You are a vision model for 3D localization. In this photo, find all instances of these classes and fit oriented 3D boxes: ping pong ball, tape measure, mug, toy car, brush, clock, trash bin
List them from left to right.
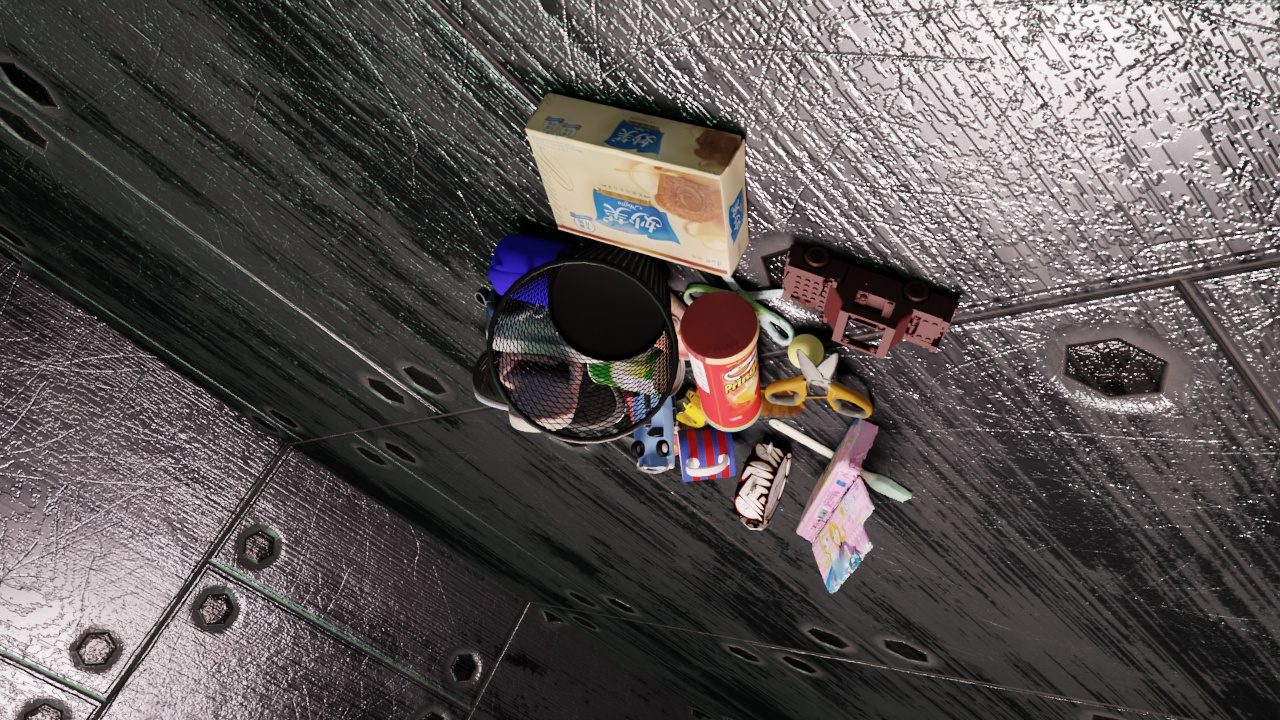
[{"bbox_3d":[-0.133,-0.106,1.106,0.084,0.111,0.079,14,109,27],"label":"mug"},{"bbox_3d":[-0.046,-0.038,0.970,0.184,0.184,0.209,30,-162,-4],"label":"trash bin"},{"bbox_3d":[0.020,0.078,1.270,0.056,0.153,0.054,-6,176,37],"label":"toy car"},{"bbox_3d":[0.072,0.069,1.301,0.064,0.037,0.066,38,153,-19],"label":"tape measure"},{"bbox_3d":[0.095,0.138,1.305,0.076,0.075,0.112,-7,-166,1],"label":"mug"},{"bbox_3d":[0.170,0.182,1.325,0.065,0.114,0.155,18,155,20],"label":"clock"},{"bbox_3d":[0.185,0.054,1.186,0.127,0.017,0.048,-5,139,48],"label":"brush"},{"bbox_3d":[0.187,-0.010,1.039,0.040,0.040,0.040,23,154,12],"label":"ping pong ball"},{"bbox_3d":[0.272,0.136,1.260,0.217,0.012,0.033,30,155,1],"label":"brush"},{"bbox_3d":[0.218,-0.053,0.906,0.170,0.061,0.070,21,153,14],"label":"toy car"}]

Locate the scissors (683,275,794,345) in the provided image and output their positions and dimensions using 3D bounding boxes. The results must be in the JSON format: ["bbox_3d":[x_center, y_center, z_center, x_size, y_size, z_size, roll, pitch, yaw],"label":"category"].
[{"bbox_3d":[0.117,-0.071,1.032,0.172,0.021,0.173,0,139,49],"label":"scissors"}]

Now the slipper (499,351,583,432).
[{"bbox_3d":[-0.131,0.014,1.225,0.114,0.274,0.054,-4,114,-5],"label":"slipper"}]

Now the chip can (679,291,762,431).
[{"bbox_3d":[0.101,0.008,1.086,0.087,0.087,0.213,19,159,18],"label":"chip can"}]

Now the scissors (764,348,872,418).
[{"bbox_3d":[0.215,0.029,1.051,0.175,0.016,0.225,14,164,-1],"label":"scissors"}]

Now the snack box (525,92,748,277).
[{"bbox_3d":[0.001,-0.172,0.909,0.207,0.055,0.153,18,153,20],"label":"snack box"}]

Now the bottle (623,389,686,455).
[{"bbox_3d":[0.019,0.083,1.351,0.062,0.061,0.137,7,148,37],"label":"bottle"}]

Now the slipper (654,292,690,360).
[{"bbox_3d":[0.000,-0.048,1.110,0.197,0.081,0.093,35,153,-19],"label":"slipper"}]

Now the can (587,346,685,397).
[{"bbox_3d":[-0.007,0.007,1.223,0.121,0.067,0.067,11,150,39],"label":"can"}]

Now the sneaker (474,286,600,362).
[{"bbox_3d":[-0.103,-0.056,1.198,0.236,0.089,0.087,5,120,15],"label":"sneaker"}]

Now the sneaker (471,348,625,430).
[{"bbox_3d":[-0.118,0.051,1.389,0.257,0.093,0.160,14,176,24],"label":"sneaker"}]

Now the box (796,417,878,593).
[{"bbox_3d":[0.254,0.193,1.199,0.062,0.160,0.231,7,147,-2],"label":"box"}]
